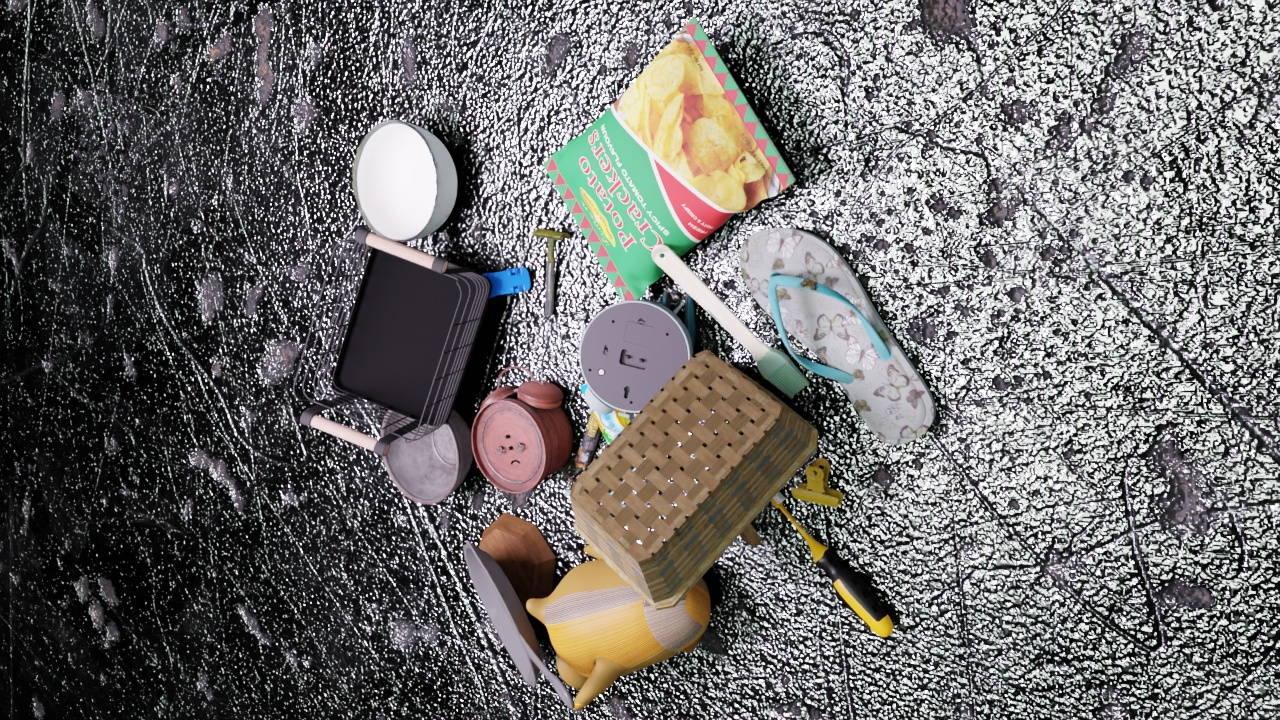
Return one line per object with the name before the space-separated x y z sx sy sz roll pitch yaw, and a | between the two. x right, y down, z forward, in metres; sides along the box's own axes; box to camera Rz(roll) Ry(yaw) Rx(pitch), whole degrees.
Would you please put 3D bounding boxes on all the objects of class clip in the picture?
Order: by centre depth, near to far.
clip | 0.191 0.127 0.976 0.053 0.039 0.047 9 108 33

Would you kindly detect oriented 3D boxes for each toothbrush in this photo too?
toothbrush | 0.197 0.211 0.977 0.196 0.031 0.031 50 126 21

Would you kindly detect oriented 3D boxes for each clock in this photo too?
clock | -0.006 0.006 1.015 0.122 0.045 0.159 14 101 9
clock | -0.147 0.085 1.150 0.121 0.072 0.157 -12 93 34

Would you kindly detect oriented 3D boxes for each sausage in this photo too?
sausage | -0.053 0.073 1.118 0.020 0.020 0.155 31 114 25

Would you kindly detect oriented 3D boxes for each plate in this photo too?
plate | -0.173 0.272 1.228 0.131 0.025 0.131 7 102 32

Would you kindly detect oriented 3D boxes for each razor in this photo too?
razor | -0.110 -0.106 1.123 0.042 0.026 0.106 13 110 28

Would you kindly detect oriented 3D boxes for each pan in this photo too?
pan | -0.142 0.323 1.097 0.355 0.024 0.216 17 129 63

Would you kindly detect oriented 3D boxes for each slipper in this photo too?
slipper | 0.195 -0.032 0.920 0.098 0.054 0.268 -46 75 28

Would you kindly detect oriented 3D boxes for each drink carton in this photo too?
drink carton | -0.024 0.077 1.074 0.039 0.044 0.129 -25 95 18

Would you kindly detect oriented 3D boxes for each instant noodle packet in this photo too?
instant noodle packet | 0.019 -0.201 0.978 0.253 0.090 0.195 -35 83 37

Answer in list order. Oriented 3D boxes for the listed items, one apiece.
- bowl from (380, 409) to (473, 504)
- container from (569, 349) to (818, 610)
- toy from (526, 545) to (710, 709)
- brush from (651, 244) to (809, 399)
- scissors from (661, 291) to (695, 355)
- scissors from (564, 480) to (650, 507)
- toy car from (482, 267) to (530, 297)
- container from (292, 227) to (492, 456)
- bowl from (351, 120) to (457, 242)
bowl | -0.278 0.116 1.243 0.145 0.067 0.145 6 102 32
container | 0.057 0.127 0.969 0.249 0.186 0.157 -46 61 -8
toy | -0.006 0.296 1.067 0.204 0.162 0.198 -23 46 32
brush | 0.092 -0.043 0.967 0.217 0.012 0.033 44 121 -3
scissors | 0.039 -0.008 1.042 0.137 0.019 0.130 46 113 9
scissors | -0.042 0.174 1.138 0.139 0.015 0.063 1 103 39
toy car | -0.183 -0.098 1.177 0.092 0.062 0.033 -9 96 4
container | -0.298 -0.027 1.103 0.163 0.130 0.241 21 100 5
bowl | -0.294 -0.230 1.188 0.154 0.072 0.153 6 101 32
